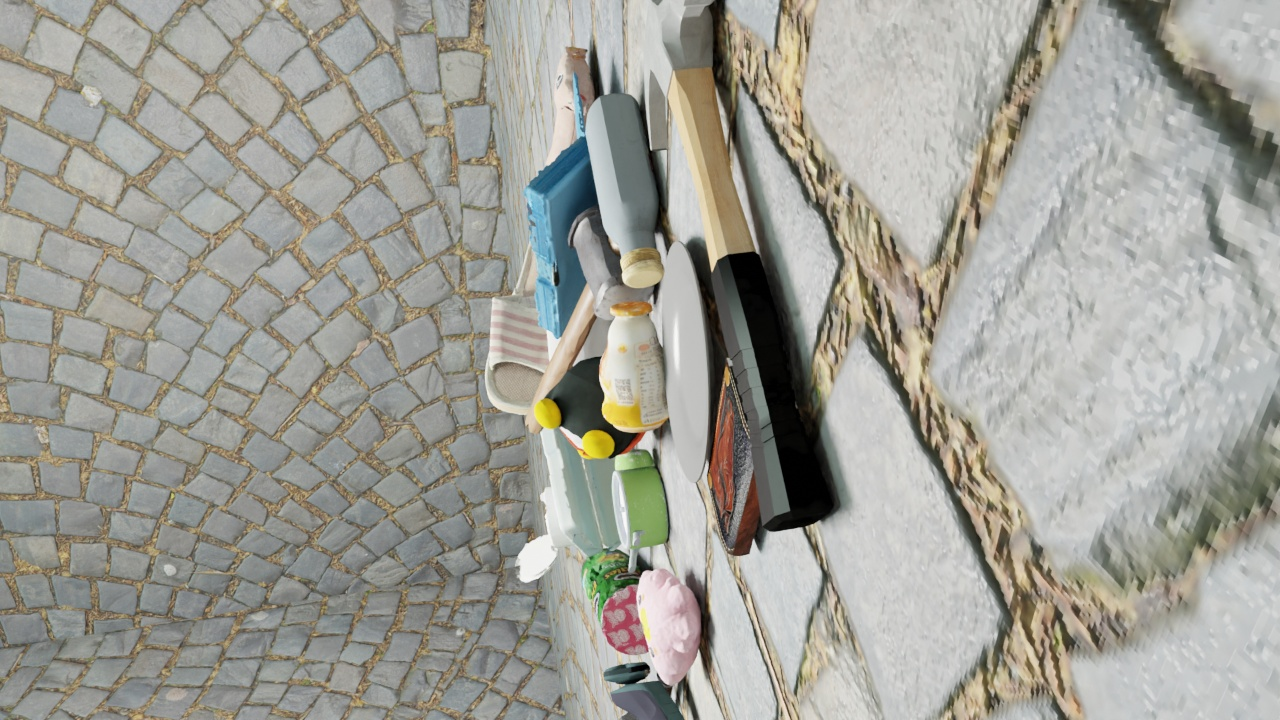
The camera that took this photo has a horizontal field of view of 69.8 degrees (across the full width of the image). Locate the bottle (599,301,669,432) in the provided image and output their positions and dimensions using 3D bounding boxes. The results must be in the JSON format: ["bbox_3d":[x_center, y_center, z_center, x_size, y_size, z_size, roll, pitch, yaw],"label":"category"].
[{"bbox_3d":[-0.005,0.005,0.790,0.063,0.063,0.108,-130,35,-72],"label":"bottle"}]

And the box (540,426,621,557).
[{"bbox_3d":[-0.047,0.122,1.045,0.086,0.096,0.198,57,-170,-41],"label":"box"}]

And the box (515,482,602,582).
[{"bbox_3d":[-0.086,0.204,1.113,0.084,0.160,0.119,-99,1,-54],"label":"box"}]

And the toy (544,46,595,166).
[{"bbox_3d":[-0.090,-0.252,1.085,0.196,0.065,0.265,-110,19,-48],"label":"toy"}]

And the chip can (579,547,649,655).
[{"bbox_3d":[-0.021,0.260,1.018,0.223,0.075,0.075,172,91,-80],"label":"chip can"}]

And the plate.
[{"bbox_3d":[0.037,0.001,0.681,0.178,0.012,0.178,175,91,-82],"label":"plate"}]

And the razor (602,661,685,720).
[{"bbox_3d":[0.017,0.345,0.880,0.143,0.047,0.052,46,114,39],"label":"razor"}]

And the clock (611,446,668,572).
[{"bbox_3d":[-0.003,0.142,0.926,0.095,0.042,0.119,100,159,-55],"label":"clock"}]

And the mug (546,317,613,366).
[{"bbox_3d":[-0.071,-0.011,1.053,0.111,0.079,0.097,-62,-28,-65],"label":"mug"}]

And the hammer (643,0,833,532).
[{"bbox_3d":[0.050,-0.068,0.524,0.131,0.039,0.327,107,154,-68],"label":"hammer"}]

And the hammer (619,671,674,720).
[{"bbox_3d":[0.020,0.383,0.987,0.155,0.043,0.323,-108,17,-45],"label":"hammer"}]

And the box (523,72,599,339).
[{"bbox_3d":[-0.062,-0.148,0.937,0.232,0.066,0.172,92,-168,-59],"label":"box"}]

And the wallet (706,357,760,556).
[{"bbox_3d":[0.064,0.063,0.582,0.123,0.019,0.072,94,169,-46],"label":"wallet"}]

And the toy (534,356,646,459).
[{"bbox_3d":[-0.031,0.049,0.887,0.099,0.097,0.119,-57,-24,-9],"label":"toy"}]

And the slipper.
[{"bbox_3d":[-0.127,-0.061,1.144,0.052,0.115,0.262,110,173,-66],"label":"slipper"}]

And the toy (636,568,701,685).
[{"bbox_3d":[0.027,0.228,0.801,0.093,0.050,0.102,119,140,-64],"label":"toy"}]

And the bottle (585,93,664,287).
[{"bbox_3d":[-0.011,-0.140,0.774,0.072,0.046,0.161,108,153,-66],"label":"bottle"}]

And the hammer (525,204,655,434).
[{"bbox_3d":[-0.069,-0.019,0.930,0.329,0.052,0.098,-58,45,50],"label":"hammer"}]
